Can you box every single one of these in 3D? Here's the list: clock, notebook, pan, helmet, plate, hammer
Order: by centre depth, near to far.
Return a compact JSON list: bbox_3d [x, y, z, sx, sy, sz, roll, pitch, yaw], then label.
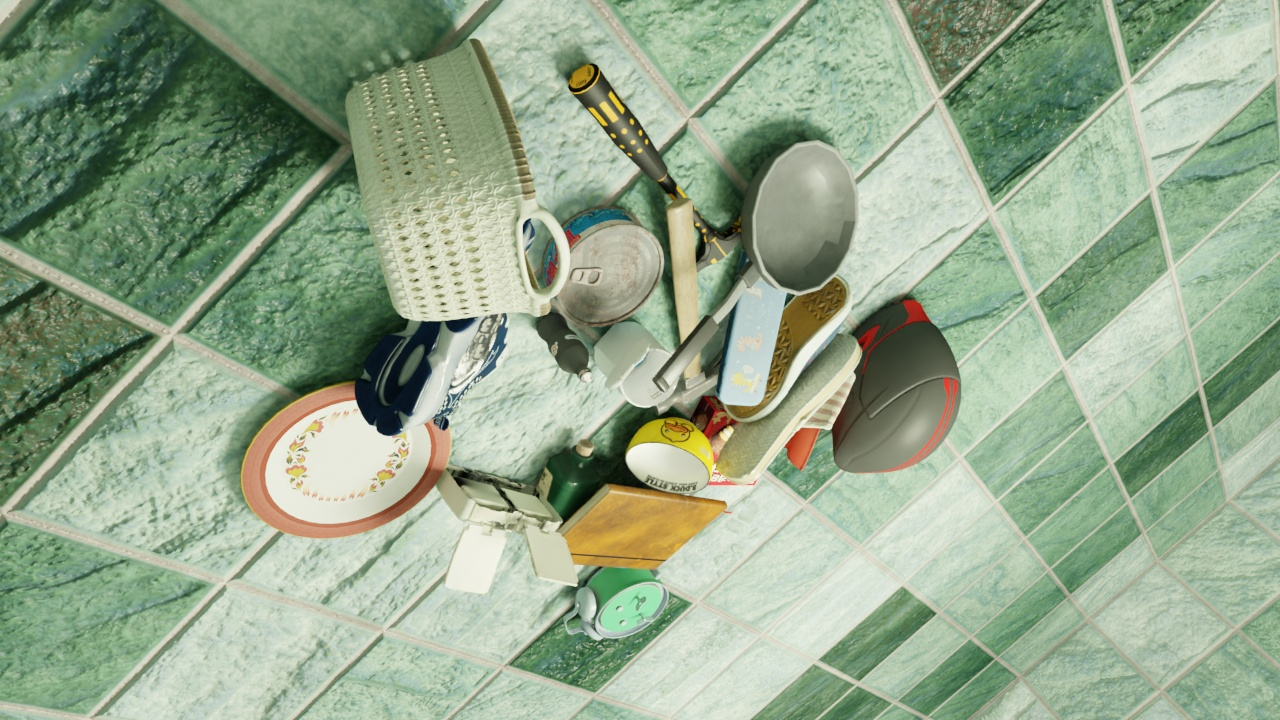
[{"bbox_3d":[0.024,-0.203,0.987,0.123,0.036,0.320,-42,139,4],"label":"hammer"},{"bbox_3d":[-0.327,0.110,1.031,0.229,0.021,0.230,-17,133,-20],"label":"plate"},{"bbox_3d":[0.127,-0.103,1.052,0.356,0.041,0.178,-50,126,-16],"label":"pan"},{"bbox_3d":[0.054,-0.063,1.110,0.119,0.030,0.332,-26,139,-15],"label":"hammer"},{"bbox_3d":[-0.009,0.237,1.257,0.249,0.014,0.179,16,128,-44],"label":"notebook"},{"bbox_3d":[0.371,0.061,1.332,0.164,0.170,0.265,8,121,-37],"label":"helmet"},{"bbox_3d":[-0.039,0.373,1.399,0.161,0.075,0.122,-23,135,-14],"label":"clock"}]

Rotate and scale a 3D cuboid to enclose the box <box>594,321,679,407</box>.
[{"bbox_3d":[-0.008,0.006,1.055,0.084,0.162,0.112,-45,123,0],"label":"box"}]

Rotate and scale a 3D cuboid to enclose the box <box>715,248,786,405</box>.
[{"bbox_3d":[0.143,-0.041,1.149,0.066,0.049,0.210,-2,109,-32],"label":"box"}]

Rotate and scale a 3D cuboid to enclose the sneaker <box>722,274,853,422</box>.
[{"bbox_3d":[0.199,-0.015,1.236,0.236,0.087,0.079,-51,157,9],"label":"sneaker"}]

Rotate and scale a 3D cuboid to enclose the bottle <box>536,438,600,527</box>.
[{"bbox_3d":[-0.093,0.159,1.194,0.061,0.061,0.131,3,124,-37],"label":"bottle"}]

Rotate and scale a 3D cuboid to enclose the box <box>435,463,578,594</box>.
[{"bbox_3d":[-0.171,0.210,1.102,0.145,0.185,0.095,22,119,-35],"label":"box"}]

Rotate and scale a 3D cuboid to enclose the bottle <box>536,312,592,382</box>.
[{"bbox_3d":[-0.082,-0.013,1.020,0.036,0.110,0.036,-18,133,-20],"label":"bottle"}]

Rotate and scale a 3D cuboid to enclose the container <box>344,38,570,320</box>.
[{"bbox_3d":[-0.158,-0.147,0.775,0.142,0.246,0.185,-15,136,-11],"label":"container"}]

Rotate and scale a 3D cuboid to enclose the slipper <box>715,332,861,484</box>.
[{"bbox_3d":[0.208,0.070,1.242,0.262,0.115,0.052,-47,122,-13],"label":"slipper"}]

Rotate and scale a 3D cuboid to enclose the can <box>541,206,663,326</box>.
[{"bbox_3d":[-0.041,-0.103,1.018,0.129,0.044,0.130,-17,133,-20],"label":"can"}]

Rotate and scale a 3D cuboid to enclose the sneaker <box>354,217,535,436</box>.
[{"bbox_3d":[-0.180,-0.037,0.963,0.269,0.103,0.132,-58,154,9],"label":"sneaker"}]

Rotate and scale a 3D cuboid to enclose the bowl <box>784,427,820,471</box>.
[{"bbox_3d":[0.240,0.099,1.343,0.122,0.035,0.122,22,88,-83],"label":"bowl"}]

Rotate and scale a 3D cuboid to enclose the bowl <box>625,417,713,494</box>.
[{"bbox_3d":[0.044,0.119,1.230,0.117,0.067,0.117,12,141,10],"label":"bowl"}]

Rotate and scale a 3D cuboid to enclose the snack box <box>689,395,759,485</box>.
[{"bbox_3d":[0.128,0.118,1.320,0.151,0.036,0.133,5,122,-36],"label":"snack box"}]
